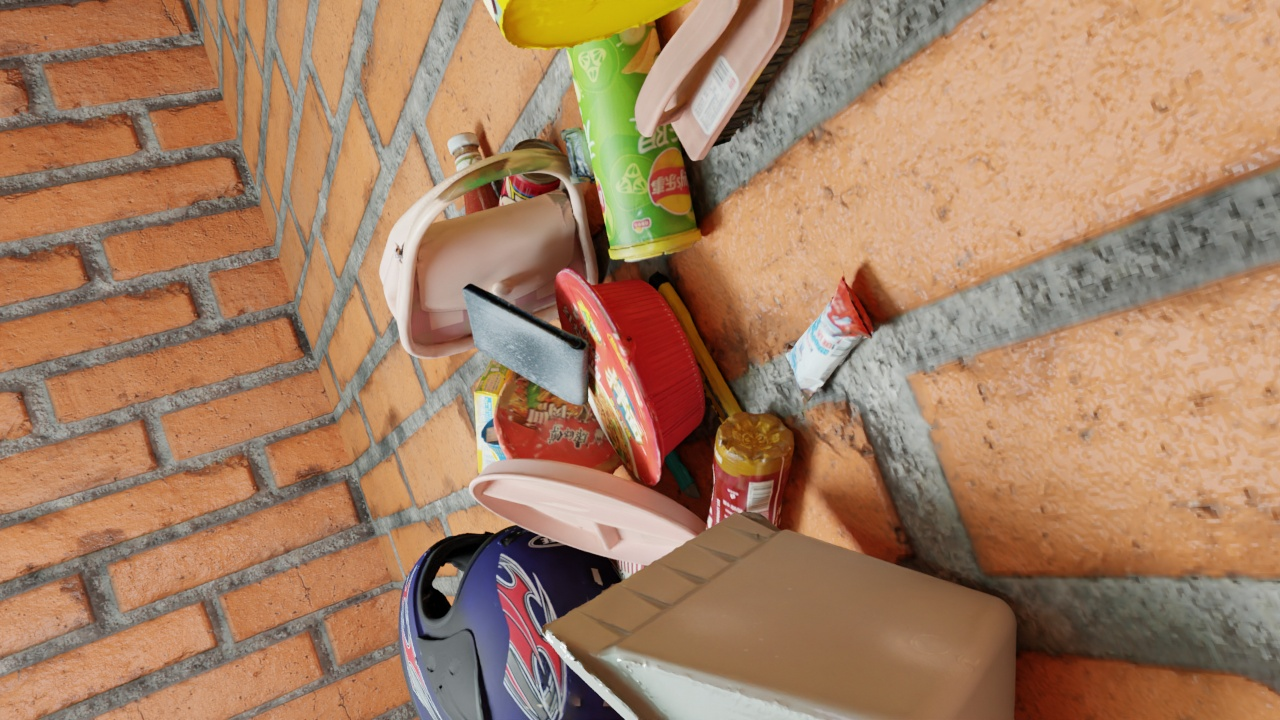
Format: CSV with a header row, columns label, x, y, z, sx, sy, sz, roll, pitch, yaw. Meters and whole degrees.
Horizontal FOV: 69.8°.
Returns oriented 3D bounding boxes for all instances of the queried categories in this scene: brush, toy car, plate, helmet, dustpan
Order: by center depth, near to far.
label,x,y,z,sx,sy,sz,roll,pitch,yaw
dustpan,0.113,0.209,0.524,0.258,0.222,0.143,7,104,36
brush,0.049,-0.188,0.559,0.063,0.073,0.146,65,151,14
toy car,-0.037,-0.164,0.732,0.090,0.034,0.043,-37,-60,-72
plate,-0.041,0.139,0.826,0.230,0.229,0.028,-36,34,62
helmet,-0.119,0.301,1.010,0.241,0.246,0.315,-45,60,31

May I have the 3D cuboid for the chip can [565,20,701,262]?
label,x,y,z,sx,sy,sz,roll,pitch,yaw
chip can,-0.011,-0.187,0.673,0.073,0.072,0.221,8,114,61

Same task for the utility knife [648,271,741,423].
label,x,y,z,sx,sy,sz,roll,pitch,yaw
utility knife,0.047,0.000,0.743,0.171,0.015,0.033,61,155,20

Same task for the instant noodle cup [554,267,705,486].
label,x,y,z,sx,sy,sz,roll,pitch,yaw
instant noodle cup,-0.005,0.004,0.765,0.193,0.065,0.194,57,161,30

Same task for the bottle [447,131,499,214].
label,x,y,z,sx,sy,sz,roll,pitch,yaw
bottle,-0.166,-0.151,1.008,0.060,0.059,0.206,-33,74,63

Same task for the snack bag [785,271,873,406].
label,x,y,z,sx,sy,sz,roll,pitch,yaw
snack bag,0.119,-0.012,0.591,0.104,0.026,0.048,124,135,-57

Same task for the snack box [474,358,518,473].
label,x,y,z,sx,sy,sz,roll,pitch,yaw
snack box,-0.177,0.066,1.142,0.086,0.034,0.141,-74,-7,-50

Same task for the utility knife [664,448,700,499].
label,x,y,z,sx,sy,sz,roll,pitch,yaw
utility knife,0.000,0.036,0.860,0.218,0.013,0.029,60,153,16

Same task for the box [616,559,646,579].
label,x,y,z,sx,sy,sz,roll,pitch,yaw
box,0.026,0.242,0.921,0.164,0.051,0.068,54,158,34

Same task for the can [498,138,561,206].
label,x,y,z,sx,sy,sz,roll,pitch,yaw
can,-0.112,-0.154,0.905,0.053,0.053,0.133,61,152,19

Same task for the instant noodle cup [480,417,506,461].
label,x,y,z,sx,sy,sz,roll,pitch,yaw
instant noodle cup,-0.122,0.118,1.067,0.099,0.099,0.110,24,135,56

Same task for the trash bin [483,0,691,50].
label,x,y,z,sx,sy,sz,roll,pitch,yaw
trash bin,-0.043,-0.330,0.493,0.230,0.229,0.255,-20,94,64

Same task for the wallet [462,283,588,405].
label,x,y,z,sx,sy,sz,roll,pitch,yaw
wallet,-0.096,-0.014,0.788,0.121,0.019,0.097,27,152,12

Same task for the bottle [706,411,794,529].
label,x,y,z,sx,sy,sz,roll,pitch,yaw
bottle,0.081,0.123,0.713,0.057,0.057,0.175,44,142,43

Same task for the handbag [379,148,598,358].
label,x,y,z,sx,sy,sz,roll,pitch,yaw
handbag,-0.126,-0.104,0.786,0.093,0.193,0.235,64,160,18

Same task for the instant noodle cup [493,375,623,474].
label,x,y,z,sx,sy,sz,roll,pitch,yaw
instant noodle cup,-0.074,0.080,0.906,0.138,0.137,0.109,59,159,23
